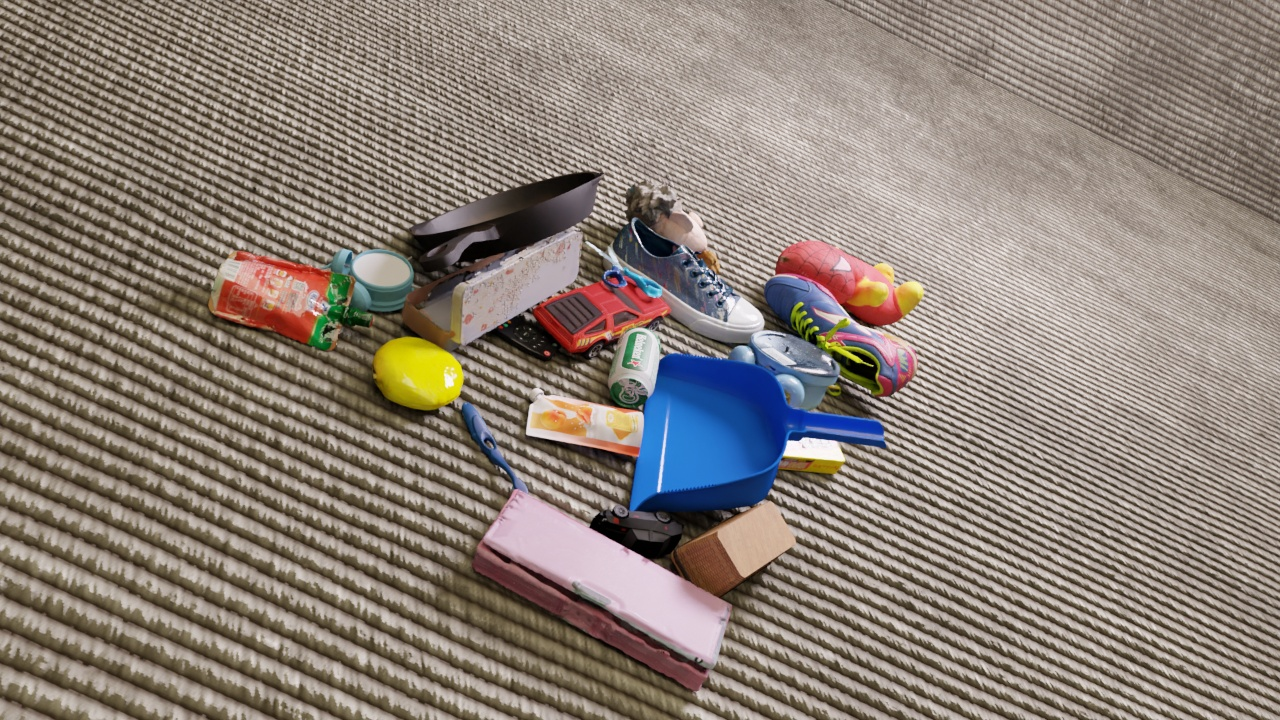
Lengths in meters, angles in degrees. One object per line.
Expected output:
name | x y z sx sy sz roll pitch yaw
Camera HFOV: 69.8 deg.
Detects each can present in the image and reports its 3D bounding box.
can | -0.006 0.006 1.057 0.053 0.053 0.101 21 37 -7

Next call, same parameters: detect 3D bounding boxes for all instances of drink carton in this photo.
drink carton | -0.061 0.066 0.978 0.122 0.039 0.069 11 40 -9

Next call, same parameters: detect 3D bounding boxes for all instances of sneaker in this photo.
sneaker | 0.063 -0.106 1.208 0.235 0.079 0.087 30 37 5
sneaker | 0.246 -0.037 1.211 0.090 0.116 0.242 -31 53 -34

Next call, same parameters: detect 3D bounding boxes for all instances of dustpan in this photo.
dustpan | 0.129 0.080 0.982 0.257 0.060 0.245 8 36 2

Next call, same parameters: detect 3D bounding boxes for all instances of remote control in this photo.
remote control | -0.152 -0.038 1.058 0.125 0.010 0.039 30 38 4

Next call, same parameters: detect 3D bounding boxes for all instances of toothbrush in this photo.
toothbrush | -0.146 0.090 0.911 0.021 0.016 0.132 -10 48 -39

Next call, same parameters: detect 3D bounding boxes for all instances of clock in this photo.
clock | -0.304 -0.086 1.008 0.123 0.042 0.087 -8 49 -30
clock | 0.172 0.014 1.126 0.161 0.060 0.118 -7 34 -44

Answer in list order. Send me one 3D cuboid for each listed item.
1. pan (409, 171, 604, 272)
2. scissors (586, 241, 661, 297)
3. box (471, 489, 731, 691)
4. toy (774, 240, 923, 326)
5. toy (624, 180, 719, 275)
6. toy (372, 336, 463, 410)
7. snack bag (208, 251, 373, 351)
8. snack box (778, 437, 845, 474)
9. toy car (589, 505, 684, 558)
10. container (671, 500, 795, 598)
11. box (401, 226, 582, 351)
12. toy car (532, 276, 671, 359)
pan | -0.164 -0.144 1.028 0.249 0.043 0.355 -12 19 14
scissors | -0.035 -0.119 1.149 0.133 0.015 0.103 43 28 27
box | -0.031 0.199 0.825 0.233 0.046 0.097 29 38 4
toy | 0.291 -0.112 1.328 0.216 0.099 0.147 11 13 -23
toy | 0.049 -0.180 1.269 0.076 0.133 0.176 -44 96 -8
toy | -0.226 0.012 0.933 0.094 0.041 0.095 -2 46 -36
snack bag | -0.352 -0.061 0.938 0.155 0.044 0.087 15 66 -12
snack box | 0.161 0.092 1.077 0.152 0.025 0.075 8 41 -23
toy car | -0.004 0.167 0.879 0.091 0.042 0.036 10 38 -21
container | 0.095 0.183 0.891 0.113 0.061 0.063 -19 73 -43
box | -0.166 -0.088 1.040 0.108 0.095 0.215 16 32 29
toy car | -0.043 -0.059 1.114 0.081 0.056 0.188 45 38 20
